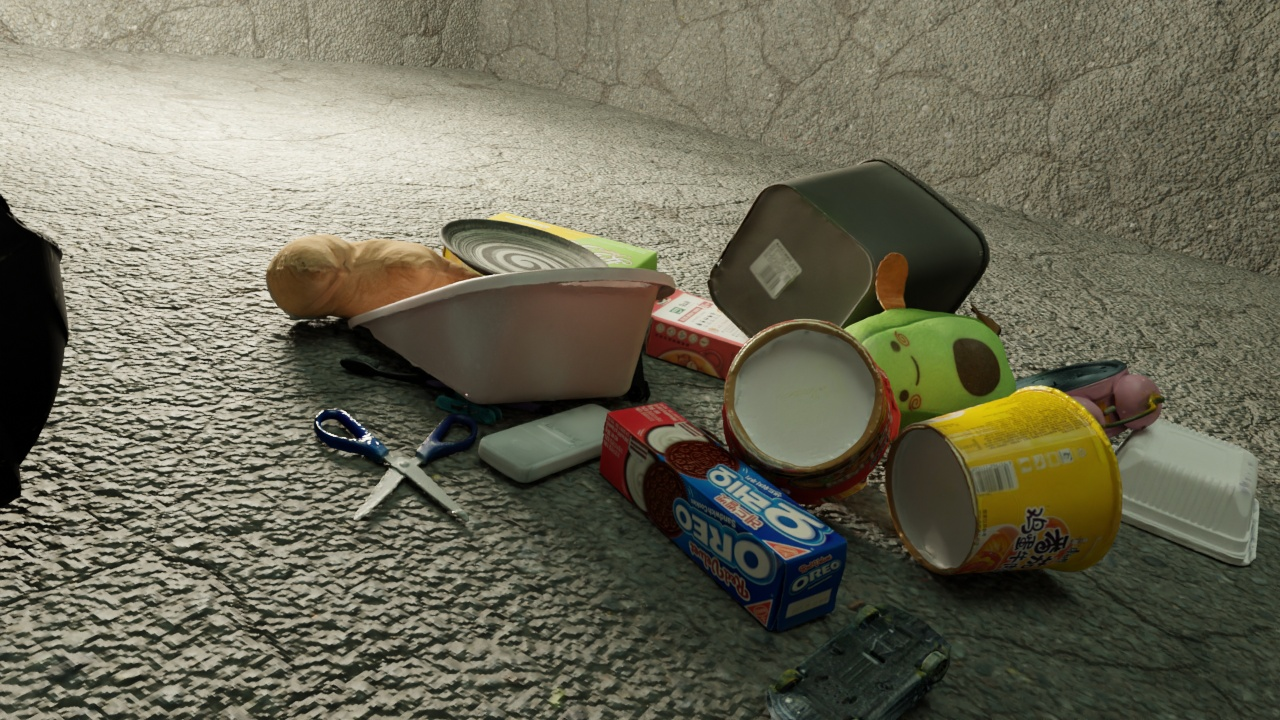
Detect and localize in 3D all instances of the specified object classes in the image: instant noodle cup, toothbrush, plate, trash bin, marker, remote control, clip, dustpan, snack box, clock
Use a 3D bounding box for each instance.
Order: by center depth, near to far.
[{"bbox_3d":[0.050,0.099,0.638,0.058,0.057,0.207,-8,29,-34],"label":"snack box"},{"bbox_3d":[0.253,0.093,0.665,0.109,0.138,0.138,-6,26,-18],"label":"instant noodle cup"},{"bbox_3d":[0.121,0.034,0.681,0.138,0.137,0.108,18,-8,17],"label":"instant noodle cup"},{"bbox_3d":[-0.063,0.064,0.722,0.056,0.020,0.135,26,25,32],"label":"remote control"},{"bbox_3d":[-0.140,0.039,0.758,0.055,0.013,0.038,19,23,24],"label":"clip"},{"bbox_3d":[-0.166,0.021,0.788,0.189,0.014,0.016,13,27,3],"label":"toothbrush"},{"bbox_3d":[-0.100,-0.055,0.817,0.222,0.139,0.273,-4,24,-41],"label":"dustpan"},{"bbox_3d":[0.495,0.107,0.838,0.138,0.060,0.173,23,23,29],"label":"instant noodle cup"},{"bbox_3d":[0.421,0.045,0.877,0.117,0.060,0.158,-18,2,-8],"label":"clock"},{"bbox_3d":[-0.005,0.005,0.899,0.022,0.020,0.132,16,21,-10],"label":"marker"},{"bbox_3d":[-0.113,-0.098,0.917,0.179,0.024,0.179,15,22,-7],"label":"plate"},{"bbox_3d":[0.209,-0.096,0.969,0.219,0.199,0.198,-13,52,-47],"label":"trash bin"},{"bbox_3d":[0.064,-0.030,0.988,0.127,0.044,0.113,19,23,17],"label":"snack box"},{"bbox_3d":[-0.101,-0.105,1.060,0.210,0.070,0.157,16,21,12],"label":"snack box"}]

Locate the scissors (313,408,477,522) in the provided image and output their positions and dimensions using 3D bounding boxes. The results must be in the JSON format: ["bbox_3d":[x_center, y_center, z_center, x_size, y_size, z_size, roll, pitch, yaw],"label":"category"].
[{"bbox_3d":[-0.172,0.070,0.665,0.176,0.012,0.162,22,24,25],"label":"scissors"}]

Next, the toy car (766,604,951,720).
[{"bbox_3d":[0.121,0.178,0.506,0.120,0.037,0.054,-20,37,-37],"label":"toy car"}]

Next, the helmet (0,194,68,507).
[{"bbox_3d":[-0.426,-0.008,0.437,0.234,0.230,0.274,7,15,33],"label":"helmet"}]

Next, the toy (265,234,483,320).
[{"bbox_3d":[-0.241,-0.076,0.887,0.225,0.082,0.143,0,5,-26],"label":"toy"}]

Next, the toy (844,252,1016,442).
[{"bbox_3d":[0.254,0.013,0.803,0.246,0.090,0.226,-4,70,-28],"label":"toy"}]
